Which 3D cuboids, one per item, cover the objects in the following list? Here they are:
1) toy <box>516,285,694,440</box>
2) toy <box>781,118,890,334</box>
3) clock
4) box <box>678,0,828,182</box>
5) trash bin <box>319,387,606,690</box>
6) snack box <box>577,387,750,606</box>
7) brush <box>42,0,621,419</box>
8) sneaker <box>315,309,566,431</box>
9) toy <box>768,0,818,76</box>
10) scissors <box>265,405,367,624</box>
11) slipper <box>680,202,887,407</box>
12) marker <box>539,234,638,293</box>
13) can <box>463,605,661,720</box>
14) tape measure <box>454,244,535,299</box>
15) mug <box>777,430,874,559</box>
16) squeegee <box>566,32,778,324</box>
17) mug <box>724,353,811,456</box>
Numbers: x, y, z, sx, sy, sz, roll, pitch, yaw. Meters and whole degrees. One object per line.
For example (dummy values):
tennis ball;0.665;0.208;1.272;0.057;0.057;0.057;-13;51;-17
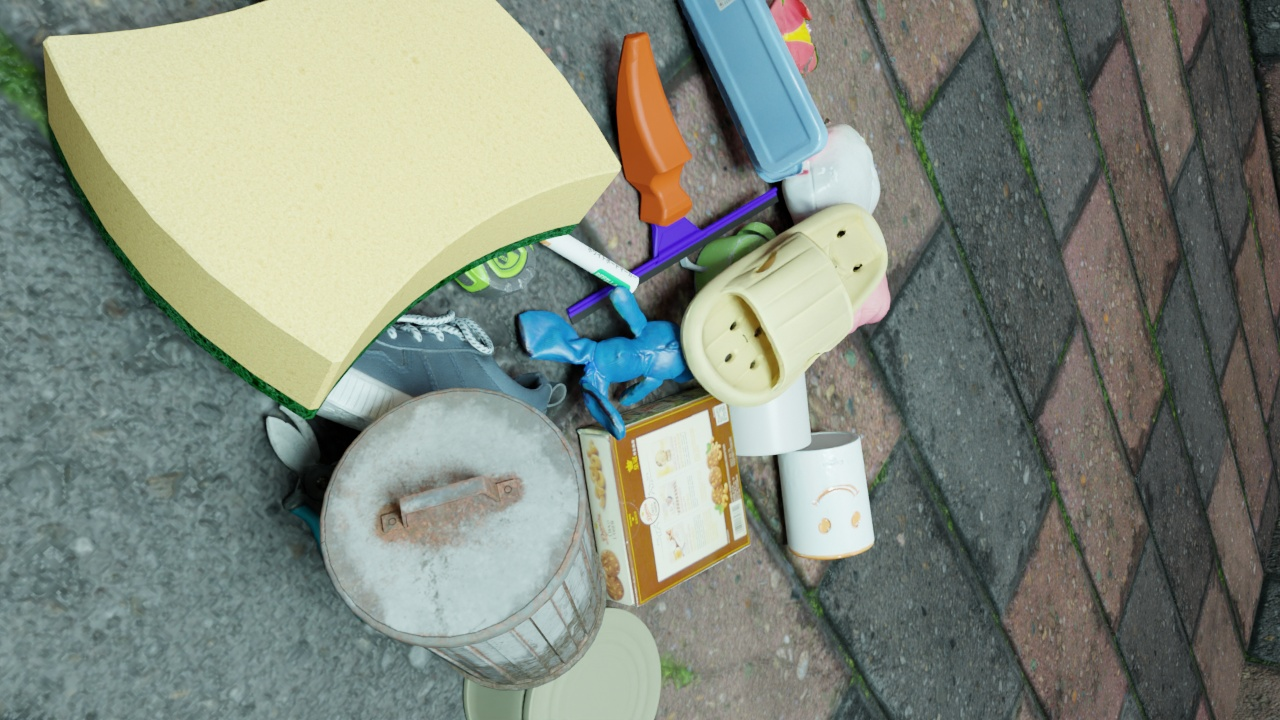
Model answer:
toy;-0.004;0.004;0.710;0.176;0.071;0.112;-6;74;-47
toy;0.190;-0.133;0.891;0.141;0.084;0.213;-18;100;-56
clock;0.094;-0.073;0.830;0.119;0.043;0.094;-23;107;-42
box;0.099;-0.260;0.788;0.078;0.073;0.210;-23;88;-56
trash bin;-0.088;0.111;0.524;0.211;0.131;0.130;84;29;-63
snack box;0.023;0.108;0.760;0.146;0.041;0.143;-17;102;-43
brush;-0.155;-0.113;0.503;0.195;0.075;0.249;48;52;-1
sneaker;-0.140;0.008;0.572;0.235;0.089;0.087;29;74;-47
toy;0.135;-0.301;0.872;0.103;0.046;0.084;-52;137;-26
scissors;-0.189;0.101;0.569;0.131;0.019;0.149;20;77;-43
slipper;0.142;-0.053;0.749;0.260;0.079;0.111;-39;109;-35
marker;-0.062;-0.089;0.679;0.145;0.017;0.017;29;70;-30
can;-0.054;0.234;0.662;0.127;0.073;0.128;0;90;-44
tape measure;-0.107;-0.073;0.640;0.065;0.036;0.058;30;60;-37
mug;0.177;0.128;0.883;0.082;0.082;0.105;-14;99;-43
squeegee;0.011;-0.168;0.738;0.248;0.055;0.185;-33;128;-30
mug;0.113;0.027;0.833;0.111;0.079;0.097;-26;110;-71
